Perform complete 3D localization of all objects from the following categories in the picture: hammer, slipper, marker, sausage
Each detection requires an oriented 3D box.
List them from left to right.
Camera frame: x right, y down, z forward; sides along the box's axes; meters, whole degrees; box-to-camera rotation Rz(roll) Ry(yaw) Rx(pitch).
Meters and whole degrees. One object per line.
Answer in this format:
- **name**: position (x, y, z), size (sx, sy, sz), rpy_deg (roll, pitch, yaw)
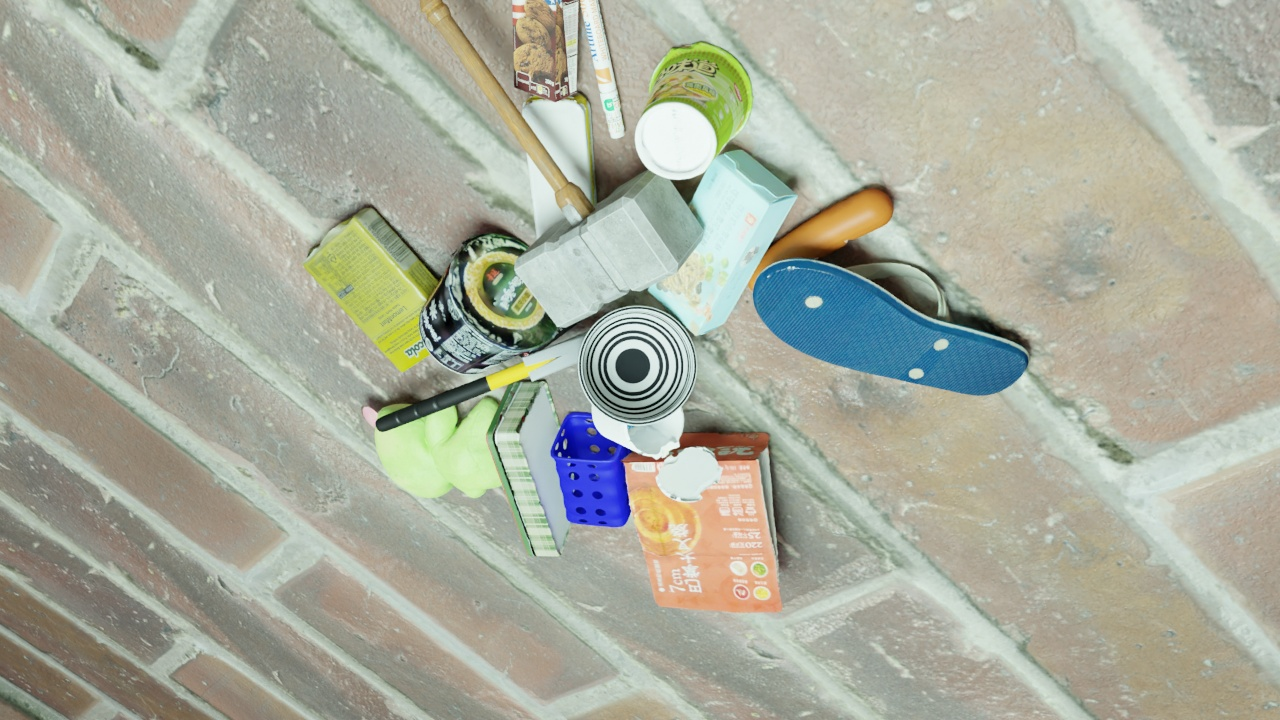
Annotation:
- **hammer**: position (-0.178, 0.028, 1.044), size (0.324, 0.126, 0.029), rpy_deg (-20, 93, 26)
- **hammer**: position (-0.098, -0.196, 0.841), size (0.163, 0.082, 0.318), rpy_deg (-23, 111, 39)
- **marker**: position (-0.036, -0.276, 0.845), size (0.017, 0.017, 0.146), rpy_deg (0, 125, 19)
- **sausage**: position (0.167, -0.113, 0.884), size (0.044, 0.039, 0.165), rpy_deg (33, 132, -31)
- **slipper**: position (0.244, -0.037, 0.907), size (0.294, 0.060, 0.118), rpy_deg (18, 136, -12)

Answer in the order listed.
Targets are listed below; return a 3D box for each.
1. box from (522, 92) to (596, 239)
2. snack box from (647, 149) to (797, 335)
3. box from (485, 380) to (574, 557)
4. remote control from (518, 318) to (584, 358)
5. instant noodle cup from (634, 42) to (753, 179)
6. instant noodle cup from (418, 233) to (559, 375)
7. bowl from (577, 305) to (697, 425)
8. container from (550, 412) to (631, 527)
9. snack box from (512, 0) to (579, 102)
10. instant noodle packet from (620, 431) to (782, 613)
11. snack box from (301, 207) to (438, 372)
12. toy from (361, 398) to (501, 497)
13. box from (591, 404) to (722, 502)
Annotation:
- **box**: position (-0.078, -0.168, 0.930), size (0.064, 0.037, 0.210), rpy_deg (6, 127, 12)
- **snack box**: position (0.076, -0.112, 0.893), size (0.075, 0.053, 0.175), rpy_deg (45, 134, 19)
- **box**: position (-0.129, 0.134, 1.126), size (0.051, 0.117, 0.206), rpy_deg (-2, 127, 18)
- **remote control**: position (-0.100, -0.042, 1.046), size (0.033, 0.015, 0.147), rpy_deg (45, 127, -16)
- **instant noodle cup**: position (0.042, -0.213, 0.809), size (0.099, 0.107, 0.099), rpy_deg (9, 129, 11)
- **instant noodle cup**: position (-0.171, -0.051, 0.994), size (0.137, 0.136, 0.113), rpy_deg (43, 135, -15)
- **bowl**: position (-0.006, 0.006, 0.945), size (0.120, 0.066, 0.120), rpy_deg (0, 90, -5)
- **container**: position (-0.053, 0.135, 1.121), size (0.085, 0.084, 0.114), rpy_deg (4, 128, 15)
- **snack box**: position (-0.085, -0.309, 0.817), size (0.051, 0.031, 0.141), rpy_deg (27, 133, 26)
- **instant noodle packet**: position (0.078, 0.202, 1.085), size (0.165, 0.083, 0.221), rpy_deg (-3, 106, 20)
- **snack box**: position (-0.294, -0.082, 1.066), size (0.122, 0.045, 0.181), rpy_deg (-28, 110, 35)
- **toy**: position (-0.256, 0.118, 1.170), size (0.197, 0.107, 0.150), rpy_deg (-12, 123, 16)
- **box**: position (0.017, 0.084, 1.013), size (0.156, 0.084, 0.126), rpy_deg (16, 130, 65)
